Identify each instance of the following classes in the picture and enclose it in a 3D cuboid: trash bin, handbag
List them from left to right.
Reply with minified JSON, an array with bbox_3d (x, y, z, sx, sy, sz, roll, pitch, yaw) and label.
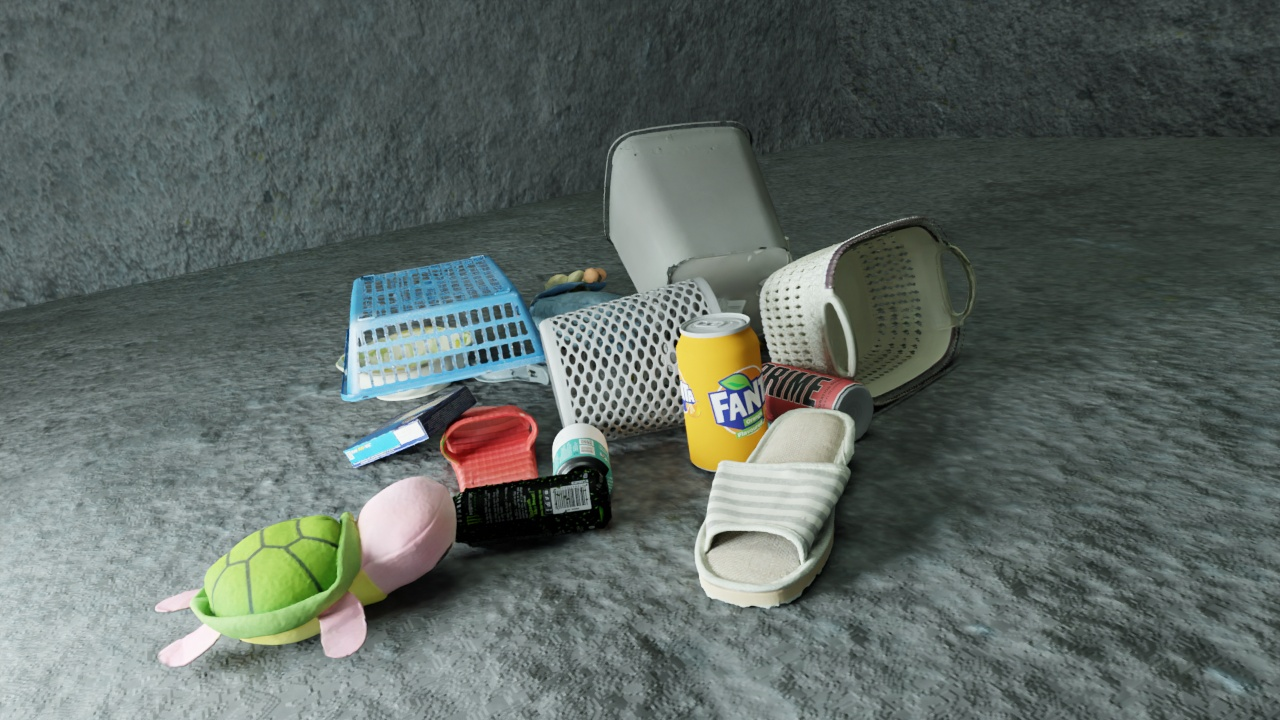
[{"bbox_3d":[-0.074,-0.074,1.316,0.121,0.118,0.192,5,5,-34],"label":"handbag"},{"bbox_3d":[-0.006,0.006,0.996,0.183,0.156,0.156,-13,18,-7],"label":"trash bin"},{"bbox_3d":[0.074,-0.151,1.145,0.197,0.198,0.219,-9,50,-12],"label":"trash bin"}]

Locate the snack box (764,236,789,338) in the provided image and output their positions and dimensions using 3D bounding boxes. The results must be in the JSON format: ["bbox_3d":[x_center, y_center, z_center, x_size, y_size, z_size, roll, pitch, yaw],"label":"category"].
[{"bbox_3d":[0.180,-0.093,1.215,0.026,0.150,0.082,-11,17,-9],"label":"snack box"}]

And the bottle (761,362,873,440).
[{"bbox_3d":[0.157,0.038,0.965,0.062,0.062,0.177,-20,21,-32],"label":"bottle"}]

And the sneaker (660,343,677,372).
[{"bbox_3d":[0.072,-0.047,1.255,0.090,0.105,0.235,27,45,-5],"label":"sneaker"}]

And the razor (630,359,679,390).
[{"bbox_3d":[0.030,0.025,1.133,0.042,0.026,0.106,-17,24,-32],"label":"razor"}]

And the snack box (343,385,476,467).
[{"bbox_3d":[-0.255,0.074,1.009,0.151,0.027,0.082,-22,13,41],"label":"snack box"}]

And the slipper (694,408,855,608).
[{"bbox_3d":[0.120,0.104,0.768,0.115,0.054,0.271,-4,23,25],"label":"slipper"}]

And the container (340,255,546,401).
[{"bbox_3d":[-0.276,-0.061,1.234,0.257,0.089,0.362,-12,18,-13],"label":"container"}]

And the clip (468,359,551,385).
[{"bbox_3d":[-0.141,-0.004,1.290,0.173,0.031,0.163,6,24,36],"label":"clip"}]

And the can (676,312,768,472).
[{"bbox_3d":[0.080,0.032,0.885,0.079,0.142,0.079,-8,18,2],"label":"can"}]

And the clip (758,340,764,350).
[{"bbox_3d":[0.138,-0.022,1.228,0.048,0.046,0.054,-40,14,9],"label":"clip"}]

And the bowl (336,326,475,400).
[{"bbox_3d":[-0.321,0.010,1.280,0.188,0.060,0.219,-9,17,-2],"label":"bowl"}]

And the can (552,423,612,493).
[{"bbox_3d":[-0.057,0.099,0.884,0.055,0.055,0.101,-9,18,-3],"label":"can"}]

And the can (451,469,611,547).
[{"bbox_3d":[-0.095,0.130,0.806,0.137,0.054,0.054,-8,18,0],"label":"can"}]

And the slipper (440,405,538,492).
[{"bbox_3d":[-0.159,0.085,0.970,0.103,0.059,0.249,-13,19,-12],"label":"slipper"}]

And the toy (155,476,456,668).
[{"bbox_3d":[-0.257,0.166,0.720,0.238,0.088,0.190,-19,19,-13],"label":"toy"}]

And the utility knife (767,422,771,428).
[{"bbox_3d":[0.144,0.087,0.902,0.022,0.015,0.147,-7,19,-18],"label":"utility knife"}]

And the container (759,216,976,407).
[{"bbox_3d":[0.252,-0.056,1.034,0.250,0.185,0.143,-22,14,-39],"label":"container"}]
